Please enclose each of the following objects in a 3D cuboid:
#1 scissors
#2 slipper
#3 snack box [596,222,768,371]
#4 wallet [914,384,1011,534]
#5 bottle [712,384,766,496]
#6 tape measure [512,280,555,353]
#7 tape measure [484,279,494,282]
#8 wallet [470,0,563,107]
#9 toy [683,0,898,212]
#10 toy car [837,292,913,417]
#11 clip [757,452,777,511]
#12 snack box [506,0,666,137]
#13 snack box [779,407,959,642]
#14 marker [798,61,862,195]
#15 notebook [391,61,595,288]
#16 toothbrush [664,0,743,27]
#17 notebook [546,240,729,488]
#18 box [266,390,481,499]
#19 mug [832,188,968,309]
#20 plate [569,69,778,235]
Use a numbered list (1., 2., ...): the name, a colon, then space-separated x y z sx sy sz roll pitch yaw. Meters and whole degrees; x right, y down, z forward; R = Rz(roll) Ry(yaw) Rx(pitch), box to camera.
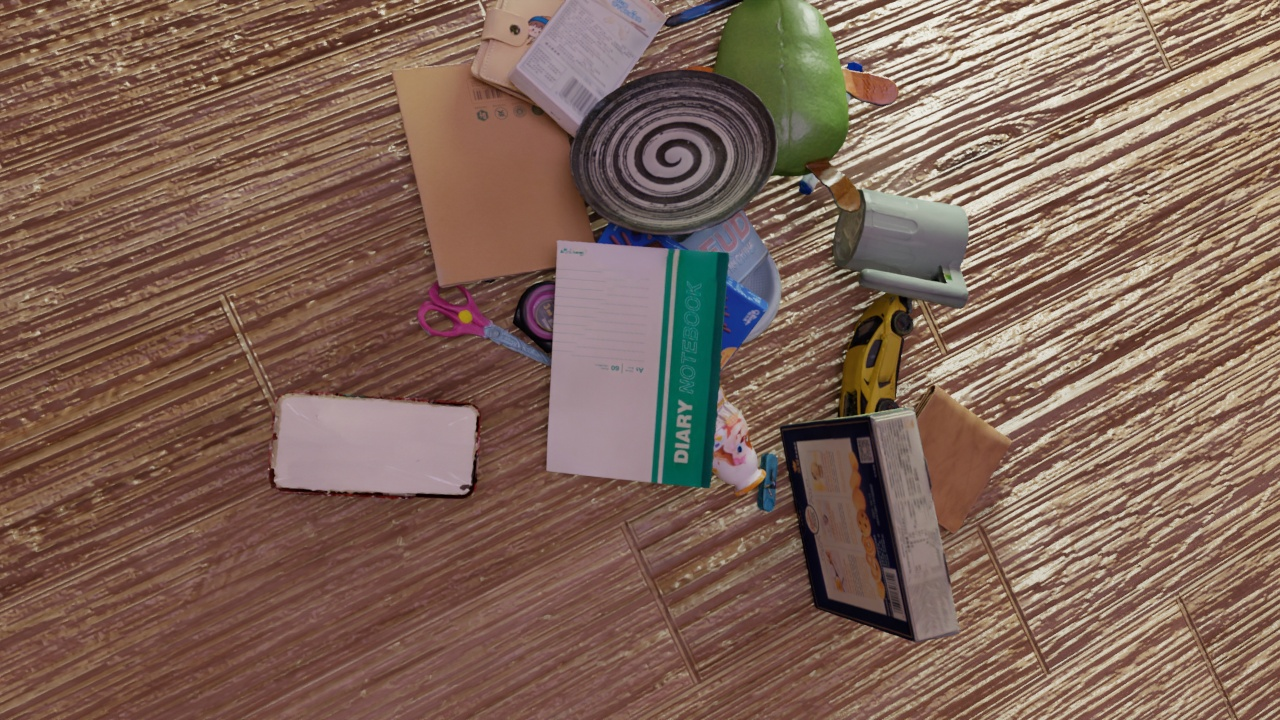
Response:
1. scissors: -0.135 -0.027 0.832 0.133 0.017 0.057 26 71 -12
2. slipper: 0.046 -0.128 0.849 0.104 0.074 0.245 -39 92 -14
3. snack box: 0.025 -0.058 0.813 0.157 0.026 0.085 33 116 -4
4. wallet: 0.301 0.098 0.910 0.101 0.020 0.115 36 82 -7
5. bottle: 0.070 0.071 0.841 0.063 0.063 0.108 -37 94 -13
6. tape measure: -0.084 -0.043 0.831 0.057 0.039 0.058 40 84 -9
7. tape measure: -0.134 -0.104 0.833 0.054 0.025 0.058 47 70 0
8. wallet: -0.104 -0.298 0.850 0.087 0.024 0.115 18 74 -10
9. toy: 0.130 -0.248 0.863 0.227 0.090 0.246 1 74 -4
10. toy car: 0.220 0.006 0.875 0.041 0.071 0.155 17 79 -14
11. clip: 0.120 0.115 0.868 0.014 0.043 0.056 4 84 -9
12. snack box: -0.047 -0.289 0.845 0.084 0.027 0.156 39 66 -19
13. snack box: 0.192 0.137 0.798 0.045 0.183 0.178 -10 87 -15
14. marker: 0.190 -0.232 0.917 0.017 0.017 0.145 24 80 -9
15. notebook: -0.131 -0.176 0.831 0.147 0.008 0.207 -12 81 -17
16. toothbrush: 0.108 -0.367 0.917 0.189 0.016 0.014 -25 99 -10
17. notebook: -0.005 0.005 0.802 0.150 0.012 0.209 5 101 7
18. box: -0.220 0.070 0.773 0.168 0.077 0.091 4 85 -12
19. mug: 0.248 -0.104 0.872 0.103 0.084 0.123 11 45 -8
20. plate: 0.028 -0.178 0.794 0.179 0.024 0.179 -3 64 6
